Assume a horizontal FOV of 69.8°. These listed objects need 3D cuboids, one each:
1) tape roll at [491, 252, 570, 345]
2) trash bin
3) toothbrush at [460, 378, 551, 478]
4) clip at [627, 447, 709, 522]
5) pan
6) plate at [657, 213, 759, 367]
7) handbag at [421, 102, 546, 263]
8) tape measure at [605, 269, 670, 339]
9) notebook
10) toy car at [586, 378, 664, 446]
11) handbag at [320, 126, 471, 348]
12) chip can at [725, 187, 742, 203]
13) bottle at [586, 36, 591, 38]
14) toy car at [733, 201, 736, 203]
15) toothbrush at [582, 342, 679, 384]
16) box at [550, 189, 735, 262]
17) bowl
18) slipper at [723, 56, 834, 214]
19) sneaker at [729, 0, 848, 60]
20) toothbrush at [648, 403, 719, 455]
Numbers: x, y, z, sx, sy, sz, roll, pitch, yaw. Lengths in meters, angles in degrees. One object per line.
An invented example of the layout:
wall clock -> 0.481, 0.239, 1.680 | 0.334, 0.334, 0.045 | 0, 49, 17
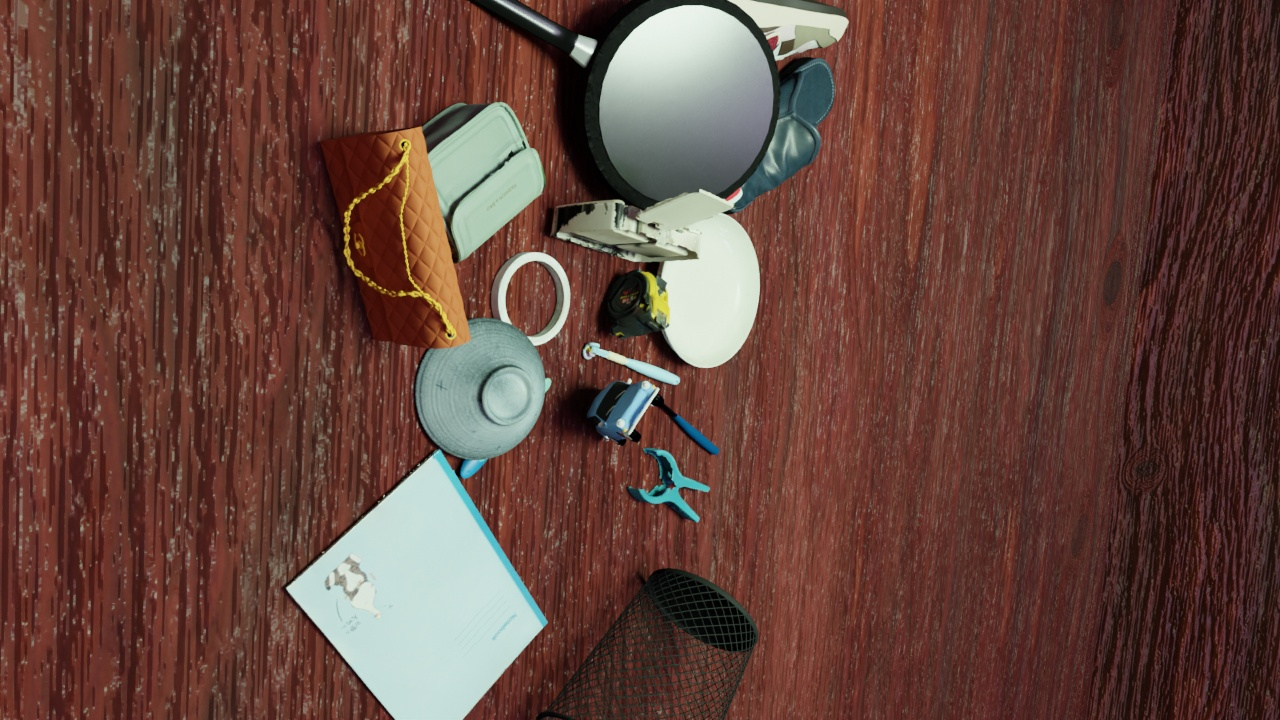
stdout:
tape roll -> -0.109, -0.062, 0.917 | 0.092, 0.013, 0.093 | -9, 103, -45
trash bin -> 0.020, 0.357, 1.012 | 0.209, 0.184, 0.184 | -52, 130, -34
toothbrush -> -0.135, 0.065, 0.911 | 0.135, 0.017, 0.022 | -50, 129, -25
clip -> 0.027, 0.165, 1.088 | 0.119, 0.030, 0.130 | -57, 131, -29
pan -> -0.010, -0.279, 0.902 | 0.356, 0.034, 0.225 | 21, 102, -30
plate -> 0.074, -0.083, 1.088 | 0.181, 0.034, 0.182 | -9, 103, -45
handbag -> -0.151, -0.163, 0.818 | 0.121, 0.067, 0.106 | -48, 129, -30
tape measure -> -0.002, -0.060, 0.985 | 0.042, 0.072, 0.072 | 29, 54, -43
notebook -> -0.198, 0.235, 0.876 | 0.180, 0.009, 0.253 | -46, 127, -31
toy car -> -0.020, 0.051, 0.948 | 0.055, 0.153, 0.056 | 35, 78, -5
handbag -> -0.199, -0.097, 0.747 | 0.060, 0.109, 0.172 | -27, 115, -41
chip can -> 0.053, -0.267, 0.985 | 0.051, 0.052, 0.215 | -45, 126, -32
bottle -> -0.022, -0.314, 0.955 | 0.106, 0.025, 0.025 | 11, 88, -47
toy car -> 0.081, -0.225, 1.064 | 0.032, 0.048, 0.105 | -77, 148, -62
toothbrush -> -0.006, 0.006, 1.033 | 0.154, 0.016, 0.022 | 20, 114, -45
box -> 0.021, -0.135, 0.917 | 0.143, 0.185, 0.044 | 10, 84, -51
bowl -> -0.135, 0.030, 0.856 | 0.136, 0.057, 0.137 | -5, 98, -35
slipper -> 0.183, -0.284, 1.131 | 0.264, 0.084, 0.109 | -47, 129, -24
sneaker -> 0.133, -0.369, 1.067 | 0.293, 0.112, 0.117 | -15, 129, -45
toothbrush -> 0.050, 0.076, 1.104 | 0.167, 0.014, 0.014 | 42, 55, -42
